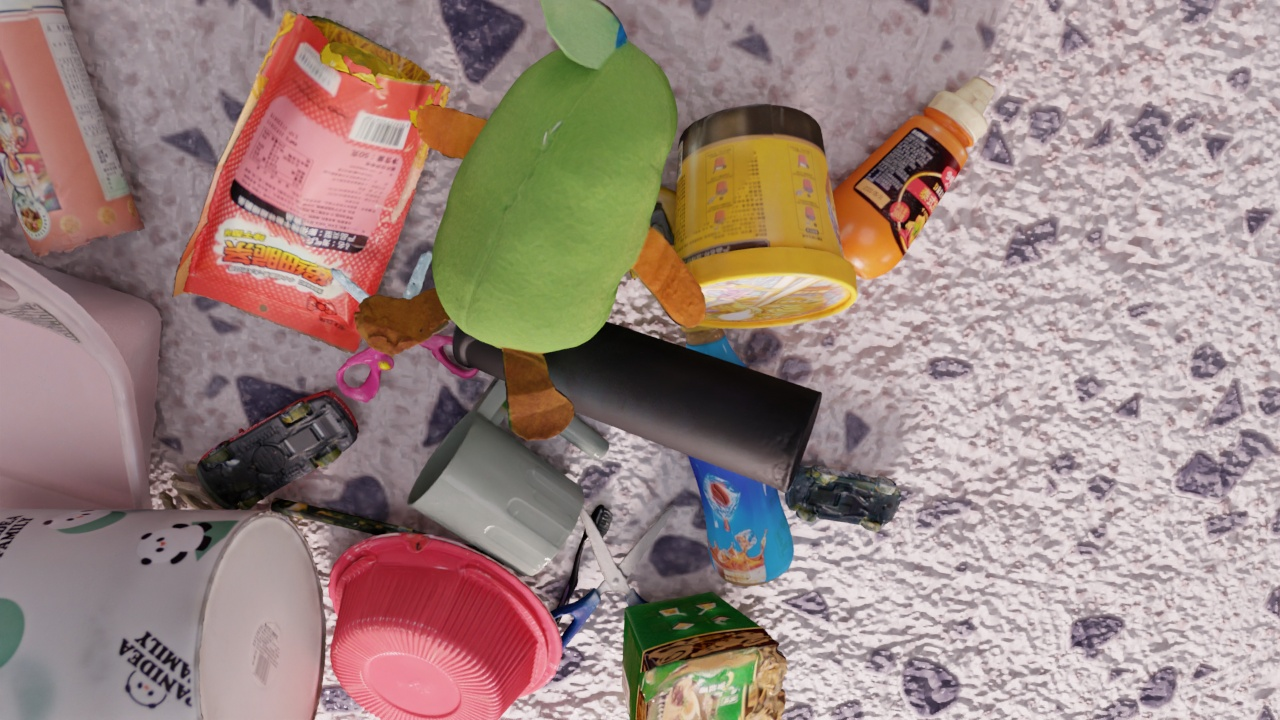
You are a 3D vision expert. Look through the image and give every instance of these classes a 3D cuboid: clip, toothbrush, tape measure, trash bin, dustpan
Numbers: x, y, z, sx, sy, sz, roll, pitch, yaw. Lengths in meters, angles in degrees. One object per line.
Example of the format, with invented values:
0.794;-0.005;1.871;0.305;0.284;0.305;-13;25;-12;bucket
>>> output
-0.317;0.121;0.701;0.070;0.034;0.100;-40;115;11;clip
-0.195;0.135;0.716;0.186;0.017;0.012;15;104;-7;toothbrush
0.010;-0.091;0.636;0.060;0.029;0.057;-24;108;6;tape measure
-0.367;0.199;0.613;0.252;0.229;0.230;-5;110;3;trash bin
-0.442;0.024;0.602;0.222;0.138;0.274;17;108;-9;dustpan
-0.061;0.197;0.747;0.016;0.014;0.189;15;109;-21;toothbrush

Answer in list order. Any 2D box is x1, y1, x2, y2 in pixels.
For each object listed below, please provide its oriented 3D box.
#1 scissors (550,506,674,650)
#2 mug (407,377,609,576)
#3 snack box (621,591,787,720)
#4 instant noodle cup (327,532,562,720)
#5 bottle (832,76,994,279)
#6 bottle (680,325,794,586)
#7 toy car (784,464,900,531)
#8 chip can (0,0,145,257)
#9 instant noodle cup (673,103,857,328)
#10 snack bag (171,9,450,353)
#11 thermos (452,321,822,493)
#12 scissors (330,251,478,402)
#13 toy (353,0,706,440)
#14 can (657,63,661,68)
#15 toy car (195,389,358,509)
-0.020;0.188;0.737;0.176;0.012;0.162;-43;113;7;scissors
-0.093;0.082;0.676;0.103;0.084;0.123;38;79;-15;mug
0.036;0.245;0.706;0.117;0.105;0.118;-5;110;-20;snack box
-0.159;0.221;0.693;0.194;0.065;0.194;7;126;10;instant noodle cup
0.182;-0.126;0.616;0.066;0.066;0.149;38;98;-14;bottle
0.065;0.059;0.674;0.065;0.065;0.219;-12;110;2;bottle
0.156;0.104;0.710;0.090;0.034;0.043;10;107;-8;toy car
-0.380;-0.177;0.567;0.071;0.071;0.215;-10;111;1;chip can
0.072;-0.089;0.581;0.118;0.118;0.114;-2;77;-2;instant noodle cup
-0.214;-0.110;0.605;0.128;0.073;0.208;20;114;-23;snack bag
-0.004;0.004;0.606;0.243;0.068;0.090;20;109;14;thermos
-0.164;-0.019;0.646;0.133;0.017;0.134;18;119;-23;scissors
-0.057;-0.082;0.544;0.227;0.089;0.247;34;106;11;toy
-0.030;-0.144;0.599;0.058;0.058;0.116;16;109;-8;can
-0.264;0.065;0.673;0.120;0.045;0.053;-28;107;2;toy car
